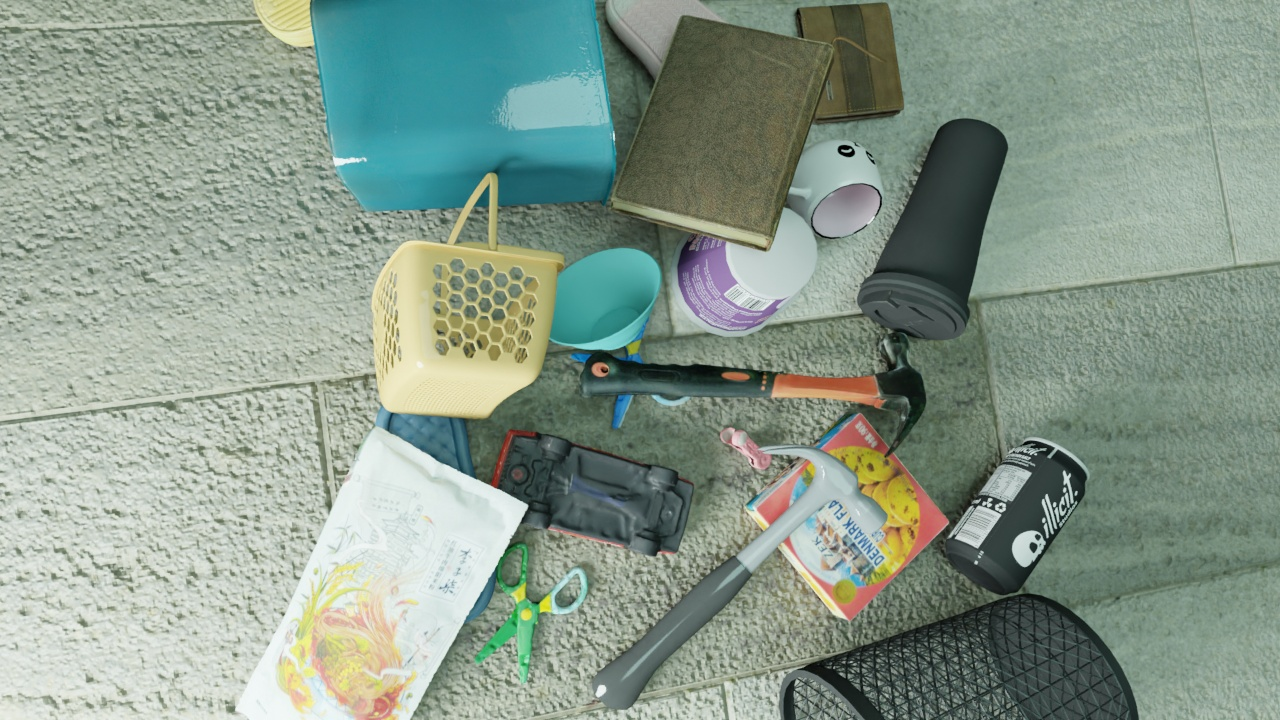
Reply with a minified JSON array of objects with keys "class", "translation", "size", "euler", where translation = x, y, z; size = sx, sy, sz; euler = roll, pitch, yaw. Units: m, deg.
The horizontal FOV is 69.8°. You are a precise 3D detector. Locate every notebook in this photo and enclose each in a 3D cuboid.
[{"class":"notebook","translation":[0.094,-0.201,0.800],"size":[0.190,0.034,0.215],"euler":[15,69,11]}]

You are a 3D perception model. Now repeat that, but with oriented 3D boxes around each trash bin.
[{"class":"trash bin","translation":[-0.145,-0.225,0.780],"size":[0.218,0.199,0.196],"euler":[-9,86,-6]},{"class":"trash bin","translation":[0.287,0.331,0.818],"size":[0.242,0.217,0.217],"euler":[-19,89,-20]}]

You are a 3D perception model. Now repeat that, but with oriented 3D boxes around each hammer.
[{"class":"hammer","translation":[0.109,0.023,0.865],"size":[0.333,0.033,0.132],"euler":[4,54,-8]},{"class":"hammer","translation":[0.075,0.200,0.840],"size":[0.311,0.029,0.125],"euler":[-43,93,-1]}]

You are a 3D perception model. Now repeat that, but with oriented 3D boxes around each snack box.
[{"class":"snack box","translation":[0.200,0.150,0.892],"size":[0.144,0.040,0.142],"euler":[-40,93,-13]}]

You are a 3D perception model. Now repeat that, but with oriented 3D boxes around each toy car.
[{"class":"toy car","translation":[-0.041,0.122,0.834],"size":[0.189,0.056,0.081],"euler":[18,83,-17]}]

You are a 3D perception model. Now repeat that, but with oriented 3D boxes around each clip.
[{"class":"clip","translation":[0.099,0.083,0.888],"size":[0.023,0.050,0.058],"euler":[-55,139,-9]}]

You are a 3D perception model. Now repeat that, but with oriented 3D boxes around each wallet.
[{"class":"wallet","translation":[0.216,-0.307,0.944],"size":[0.098,0.027,0.121],"euler":[-7,88,-10]}]

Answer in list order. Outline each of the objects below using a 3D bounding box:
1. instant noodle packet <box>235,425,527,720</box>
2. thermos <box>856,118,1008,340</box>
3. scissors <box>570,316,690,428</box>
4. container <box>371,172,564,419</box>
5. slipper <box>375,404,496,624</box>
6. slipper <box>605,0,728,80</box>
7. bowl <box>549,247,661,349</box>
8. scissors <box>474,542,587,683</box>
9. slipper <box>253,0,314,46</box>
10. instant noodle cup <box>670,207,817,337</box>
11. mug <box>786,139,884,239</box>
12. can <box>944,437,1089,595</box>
[{"class":"instant noodle packet","translation":[-0.218,0.205,0.759],"size":[0.147,0.057,0.269],"euler":[27,93,-3]},{"class":"thermos","translation":[0.298,-0.130,0.912],"size":[0.106,0.106,0.218],"euler":[26,75,-9]},{"class":"scissors","translation":[-0.004,0.007,0.876],"size":[0.129,0.013,0.125],"euler":[19,80,-8]},{"class":"container","translation":[-0.149,-0.050,0.750],"size":[0.129,0.184,0.166],"euler":[6,74,-22]},{"class":"slipper","translation":[-0.186,0.127,0.801],"size":[0.103,0.059,0.213],"euler":[-10,86,-11]},{"class":"slipper","translation":[0.054,-0.287,0.891],"size":[0.106,0.056,0.221],"euler":[-39,83,-14]},{"class":"bowl","translation":[-0.030,-0.045,0.843],"size":[0.121,0.121,0.046],"euler":[-41,134,-13]},{"class":"scissors","translation":[-0.096,0.231,0.836],"size":[0.116,0.012,0.129],"euler":[2,84,-12]},{"class":"slipper","translation":[-0.218,-0.359,0.830],"size":[0.263,0.078,0.099],"euler":[-23,90,4]},{"class":"instant noodle cup","translation":[0.109,-0.088,0.851],"size":[0.136,0.122,0.122],"euler":[7,84,-12]},{"class":"mug","translation":[0.172,-0.172,0.885],"size":[0.123,0.090,0.076],"euler":[7,48,-27]},{"class":"can","translation":[0.373,0.154,0.909],"size":[0.080,0.080,0.146],"euler":[42,78,-6]}]
